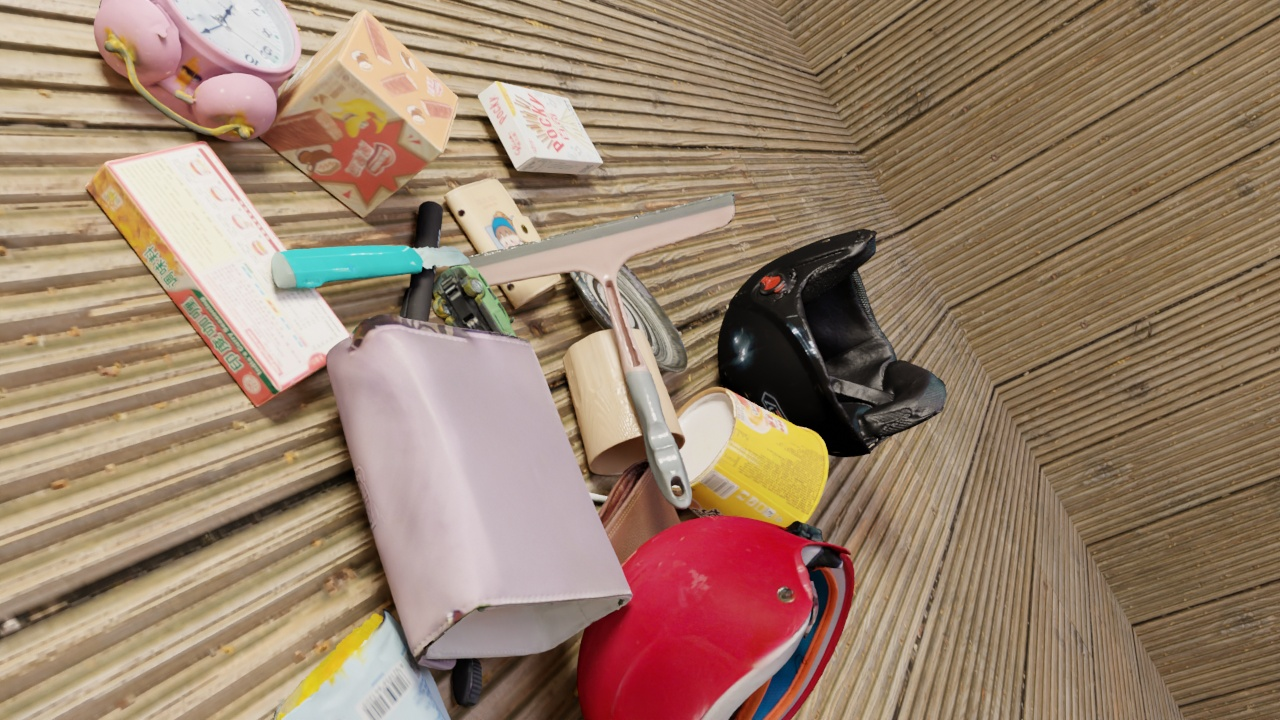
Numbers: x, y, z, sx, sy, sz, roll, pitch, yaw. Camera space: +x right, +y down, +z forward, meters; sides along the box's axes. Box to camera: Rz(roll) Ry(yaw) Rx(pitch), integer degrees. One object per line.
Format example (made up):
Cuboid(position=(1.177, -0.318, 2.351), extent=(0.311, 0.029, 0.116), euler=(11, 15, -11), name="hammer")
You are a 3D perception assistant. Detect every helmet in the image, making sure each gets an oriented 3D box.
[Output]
Cuboid(position=(0.197, -0.006, 1.036), extent=(0.233, 0.231, 0.273), euler=(59, 34, -16), name="helmet")
Cuboid(position=(0.048, 0.196, 0.640), extent=(0.144, 0.207, 0.239), euler=(26, 13, 25), name="helmet")

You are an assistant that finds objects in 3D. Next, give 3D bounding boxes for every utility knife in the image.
Cuboid(position=(-0.181, -0.068, 0.642), extent=(0.029, 0.013, 0.216), euler=(58, 24, 5), name="utility knife")

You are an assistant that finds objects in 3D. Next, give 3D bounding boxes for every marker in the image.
Cuboid(position=(-0.169, -0.074, 0.709), extent=(0.022, 0.020, 0.131), euler=(22, 44, -28), name="marker")

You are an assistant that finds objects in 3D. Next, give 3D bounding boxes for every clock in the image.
Cuboid(position=(-0.284, -0.202, 0.594), extent=(0.117, 0.060, 0.158), euler=(37, 36, -36), name="clock")

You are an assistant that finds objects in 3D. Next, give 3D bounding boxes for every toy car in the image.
Cuboid(position=(-0.125, -0.031, 0.713), extent=(0.091, 0.043, 0.036), euler=(61, 27, 1), name="toy car")

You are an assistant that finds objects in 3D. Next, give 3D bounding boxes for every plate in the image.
Cuboid(position=(-0.020, -0.053, 0.913), extent=(0.179, 0.024, 0.179), euler=(44, 18, -19), name="plate")

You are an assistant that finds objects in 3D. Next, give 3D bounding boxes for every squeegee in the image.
Cuboid(position=(-0.004, 0.004, 0.737), extent=(0.040, 0.247, 0.249), euler=(98, -24, -68), name="squeegee")

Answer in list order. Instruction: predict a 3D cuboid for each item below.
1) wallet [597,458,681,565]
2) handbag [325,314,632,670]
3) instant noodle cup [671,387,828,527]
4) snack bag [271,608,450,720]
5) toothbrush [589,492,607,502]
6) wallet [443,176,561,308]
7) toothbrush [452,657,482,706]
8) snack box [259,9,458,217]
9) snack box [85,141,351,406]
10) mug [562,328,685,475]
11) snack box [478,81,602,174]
Cuboid(position=(0.001, 0.152, 0.742), extent=(0.101, 0.032, 0.124), euler=(64, 32, -17), name="wallet")
Cuboid(position=(-0.105, 0.077, 0.560), extent=(0.145, 0.099, 0.197), euler=(26, 34, -58), name="handbag")
Cuboid(position=(0.088, 0.098, 0.862), extent=(0.109, 0.138, 0.137), euler=(34, 36, -25), name="instant noodle cup")
Cuboid(position=(-0.108, 0.233, 0.487), extent=(0.191, 0.039, 0.110), euler=(57, 22, -9), name="snack bag")
Cuboid(position=(-0.058, 0.103, 0.724), extent=(0.180, 0.016, 0.016), euler=(21, 45, -51), name="toothbrush")
Cuboid(position=(-0.120, -0.108, 0.823), extent=(0.115, 0.024, 0.087), euler=(56, 32, -4), name="wallet")
Cuboid(position=(-0.109, 0.136, 0.609), extent=(0.018, 0.014, 0.188), euler=(48, 27, -42), name="toothbrush")
Cuboid(position=(-0.203, -0.178, 0.671), extent=(0.094, 0.093, 0.076), euler=(41, 33, -33), name="snack box")
Cuboid(position=(-0.245, -0.054, 0.549), extent=(0.156, 0.027, 0.076), euler=(55, 28, -8), name="snack box")
Cuboid(position=(-0.012, 0.043, 0.807), extent=(0.125, 0.084, 0.103), euler=(60, 11, -64), name="mug")
Cuboid(position=(-0.099, -0.236, 0.949), extent=(0.084, 0.027, 0.156), euler=(62, 24, 3), name="snack box")
